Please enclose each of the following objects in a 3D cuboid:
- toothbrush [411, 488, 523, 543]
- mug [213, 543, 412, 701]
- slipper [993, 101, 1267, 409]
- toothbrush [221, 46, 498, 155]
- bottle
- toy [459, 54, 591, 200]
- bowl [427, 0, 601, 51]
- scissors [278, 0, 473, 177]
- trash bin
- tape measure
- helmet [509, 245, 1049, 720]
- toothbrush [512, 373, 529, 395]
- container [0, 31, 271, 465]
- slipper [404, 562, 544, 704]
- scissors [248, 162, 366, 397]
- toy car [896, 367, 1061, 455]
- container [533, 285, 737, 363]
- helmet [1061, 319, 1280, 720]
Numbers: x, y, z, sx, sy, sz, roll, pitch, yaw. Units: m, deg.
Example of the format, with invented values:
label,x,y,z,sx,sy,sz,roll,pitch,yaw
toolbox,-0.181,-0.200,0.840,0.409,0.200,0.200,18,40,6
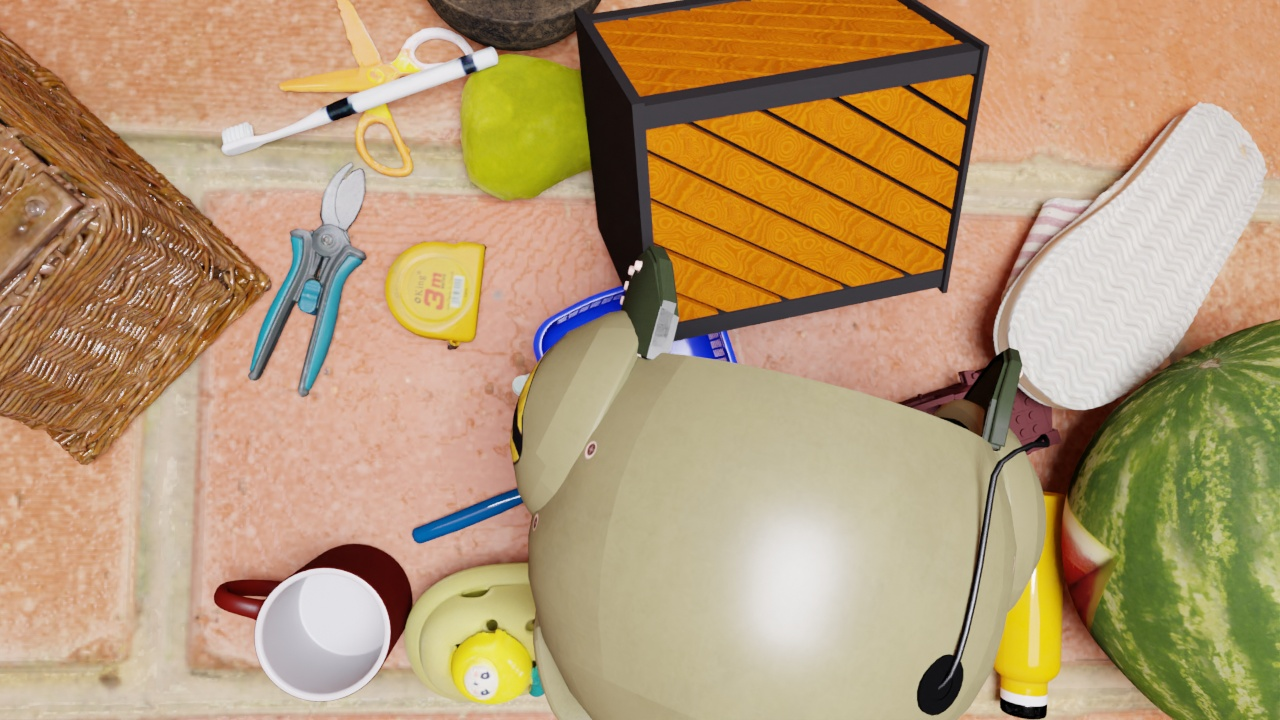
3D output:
label,x,y,z,sx,sy,sz,roll,pitch,yaw
toothbrush,-0.066,0.083,0.588,0.167,0.014,0.014,-22,99,-5
mug,-0.193,0.147,0.539,0.105,0.082,0.073,15,87,-5
slipper,0.321,-0.072,0.611,0.262,0.052,0.115,-44,94,-17
toothbrush,-0.175,-0.160,0.563,0.187,0.012,0.017,-15,87,10
bottle,0.253,0.158,0.602,0.043,0.043,0.143,3,88,-6
toy,-0.058,-0.147,0.578,0.110,0.051,0.090,-3,90,-6
bowl,-0.079,-0.238,0.572,0.121,0.056,0.121,3,67,-6
scissors,-0.164,-0.181,0.589,0.131,0.011,0.125,-24,92,-8
trash bin,0.067,-0.117,0.512,0.171,0.139,0.140,-12,129,-8
tape measure,-0.130,-0.042,0.578,0.059,0.030,0.068,6,85,-5
helmet,0.053,0.088,0.444,0.250,0.256,0.232,16,82,-3
toothbrush,-0.057,0.082,0.573,0.022,0.015,0.155,-18,105,-38
container,-0.362,-0.083,0.479,0.250,0.183,0.162,43,83,-3
slipper,-0.043,0.171,0.548,0.190,0.081,0.092,-8,113,-9
scissors,-0.200,-0.048,0.578,0.133,0.019,0.146,-30,90,-8
toy car,0.190,0.050,0.589,0.169,0.062,0.070,-17,90,-6
container,-0.003,0.003,0.574,0.114,0.058,0.096,-18,90,-6
helmet,0.372,0.103,0.526,0.243,0.213,0.247,-20,102,11
